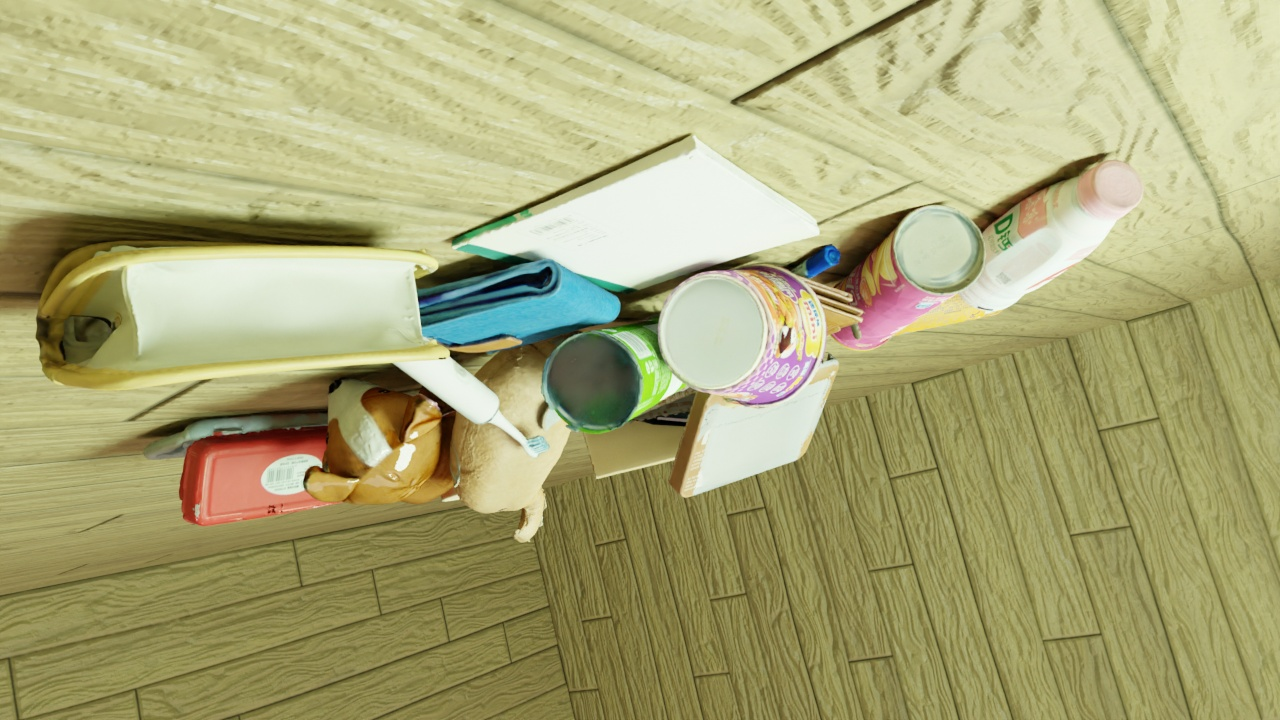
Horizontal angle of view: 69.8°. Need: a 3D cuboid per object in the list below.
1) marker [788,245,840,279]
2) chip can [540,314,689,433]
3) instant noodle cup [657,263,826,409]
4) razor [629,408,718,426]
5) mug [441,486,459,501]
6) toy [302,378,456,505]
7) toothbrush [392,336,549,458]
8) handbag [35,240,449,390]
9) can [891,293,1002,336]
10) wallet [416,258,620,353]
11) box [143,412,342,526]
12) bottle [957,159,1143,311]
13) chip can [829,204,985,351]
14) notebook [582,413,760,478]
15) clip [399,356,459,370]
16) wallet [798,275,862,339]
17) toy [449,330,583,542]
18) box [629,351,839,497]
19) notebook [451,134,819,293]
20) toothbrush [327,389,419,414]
[{"bbox_3d":[0.122,-0.065,0.782,0.016,0.017,0.146,-10,170,-25],"label":"marker"},{"bbox_3d":[-0.004,0.004,0.709,0.072,0.072,0.235,-16,-179,14],"label":"chip can"},{"bbox_3d":[0.070,-0.019,0.668,0.112,0.111,0.099,-18,172,24],"label":"instant noodle cup"},{"bbox_3d":[0.004,0.044,1.011,0.167,0.062,0.067,8,-145,4],"label":"razor"},{"bbox_3d":[-0.165,0.085,0.974,0.114,0.106,0.082,-14,171,-1],"label":"mug"},{"bbox_3d":[-0.210,0.065,0.777,0.140,0.130,0.199,-43,-178,-1],"label":"toy"},{"bbox_3d":[-0.122,0.021,0.626,0.026,0.026,0.221,-22,145,14],"label":"toothbrush"},{"bbox_3d":[-0.204,-0.023,0.456,0.163,0.063,0.179,-5,-178,-44],"label":"handbag"},{"bbox_3d":[0.298,-0.063,0.934,0.146,0.058,0.058,-11,171,-17],"label":"can"},{"bbox_3d":[-0.079,-0.031,0.590,0.106,0.040,0.133,-13,172,12],"label":"wallet"},{"bbox_3d":[-0.349,0.087,0.856,0.099,0.095,0.201,12,-173,30],"label":"box"},{"bbox_3d":[0.323,-0.098,0.738,0.068,0.068,0.197,-12,168,-11],"label":"bottle"},{"bbox_3d":[0.211,-0.062,0.766,0.071,0.071,0.211,-13,171,-5],"label":"chip can"},{"bbox_3d":[0.034,0.054,1.040,0.207,0.147,0.008,-13,135,-8],"label":"notebook"},{"bbox_3d":[-0.173,0.007,0.764,0.024,0.028,0.056,-22,158,32],"label":"clip"},{"bbox_3d":[0.117,-0.038,0.792,0.119,0.035,0.131,20,159,-19],"label":"wallet"},{"bbox_3d":[-0.104,0.073,0.778,0.143,0.082,0.227,-16,138,-43],"label":"toy"},{"bbox_3d":[0.098,0.041,0.913,0.181,0.168,0.151,-8,170,-33],"label":"box"},{"bbox_3d":[0.008,-0.076,0.554,0.151,0.012,0.208,-17,170,25],"label":"notebook"},{"bbox_3d":[-0.204,0.035,0.889,0.191,0.018,0.016,-12,169,-15],"label":"toothbrush"}]
